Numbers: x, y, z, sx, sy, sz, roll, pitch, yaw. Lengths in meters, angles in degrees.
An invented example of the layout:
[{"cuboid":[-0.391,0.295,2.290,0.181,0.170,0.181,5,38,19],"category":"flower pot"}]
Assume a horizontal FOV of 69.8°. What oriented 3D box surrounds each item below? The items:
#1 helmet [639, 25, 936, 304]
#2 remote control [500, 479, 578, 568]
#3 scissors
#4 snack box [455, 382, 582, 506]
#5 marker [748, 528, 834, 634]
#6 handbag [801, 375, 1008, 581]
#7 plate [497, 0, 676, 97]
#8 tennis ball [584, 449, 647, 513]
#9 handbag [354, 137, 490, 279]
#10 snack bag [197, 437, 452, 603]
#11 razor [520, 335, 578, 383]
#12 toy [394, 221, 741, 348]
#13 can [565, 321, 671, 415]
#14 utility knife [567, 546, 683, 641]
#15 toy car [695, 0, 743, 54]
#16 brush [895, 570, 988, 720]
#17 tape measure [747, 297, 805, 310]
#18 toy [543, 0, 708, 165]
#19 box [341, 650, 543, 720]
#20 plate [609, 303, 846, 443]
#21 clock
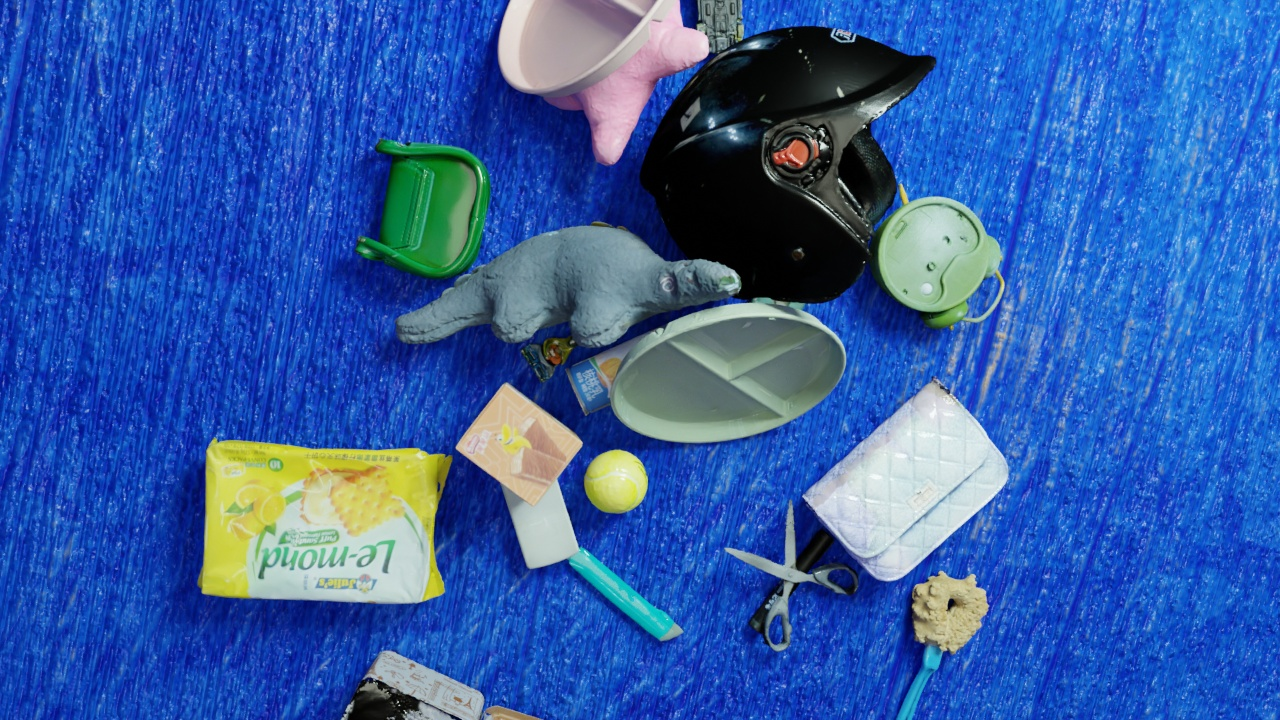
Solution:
[{"cuboid":[0.133,-0.186,0.836,0.230,0.232,0.275,35,121,1],"category":"helmet"},{"cuboid":[-0.112,0.140,0.960,0.058,0.021,0.150,-17,92,-6],"category":"remote control"},{"cuboid":[0.156,0.232,0.977,0.177,0.014,0.159,25,94,-23],"category":"scissors"},{"cuboid":[-0.119,0.080,0.899,0.094,0.093,0.077,38,86,-6],"category":"snack box"},{"cuboid":[0.164,0.241,1.000,0.022,0.020,0.132,36,91,-37],"category":"marker"},{"cuboid":[0.283,0.129,0.969,0.194,0.075,0.134,-43,98,0],"category":"handbag"},{"cuboid":[-0.041,-0.336,0.836,0.028,0.229,0.229,32,93,-45],"category":"plate"},{"cuboid":[-0.025,0.125,0.947,0.065,0.065,0.065,-1,96,-5],"category":"tennis ball"},{"cuboid":[-0.210,-0.148,0.899,0.120,0.068,0.131,10,95,-5],"category":"handbag"},{"cuboid":[-0.318,0.158,0.925,0.246,0.068,0.158,4,95,-5],"category":"snack bag"},{"cuboid":[-0.053,-0.030,0.950,0.142,0.022,0.042,-31,100,-1],"category":"razor"},{"cuboid":[-0.066,-0.072,0.878,0.357,0.137,0.091,-4,126,25],"category":"toy"},{"cuboid":[-0.006,0.005,0.941,0.134,0.053,0.053,-24,98,-2],"category":"can"},{"cuboid":[-0.033,0.239,0.985,0.193,0.013,0.029,42,88,-7],"category":"utility knife"},{"cuboid":[0.077,-0.361,0.918,0.049,0.031,0.105,-3,98,-5],"category":"toy car"},{"cuboid":[0.313,0.350,1.018,0.083,0.046,0.255,15,99,-10],"category":"brush"},{"cuboid":[0.146,-0.068,0.960,0.058,0.025,0.054,22,95,-8],"category":"tape measure"},{"cuboid":[-0.019,-0.304,0.872,0.195,0.074,0.178,-47,61,27],"category":"toy"},{"cuboid":[-0.197,0.438,0.960,0.262,0.088,0.178,27,93,-6],"category":"box"},{"cuboid":[0.083,0.015,0.888,0.230,0.231,0.027,-6,57,-4],"category":"plate"},{"cuboid":[0.308,-0.100,0.955,0.161,0.056,0.116,35,93,-7],"category":"clock"}]
